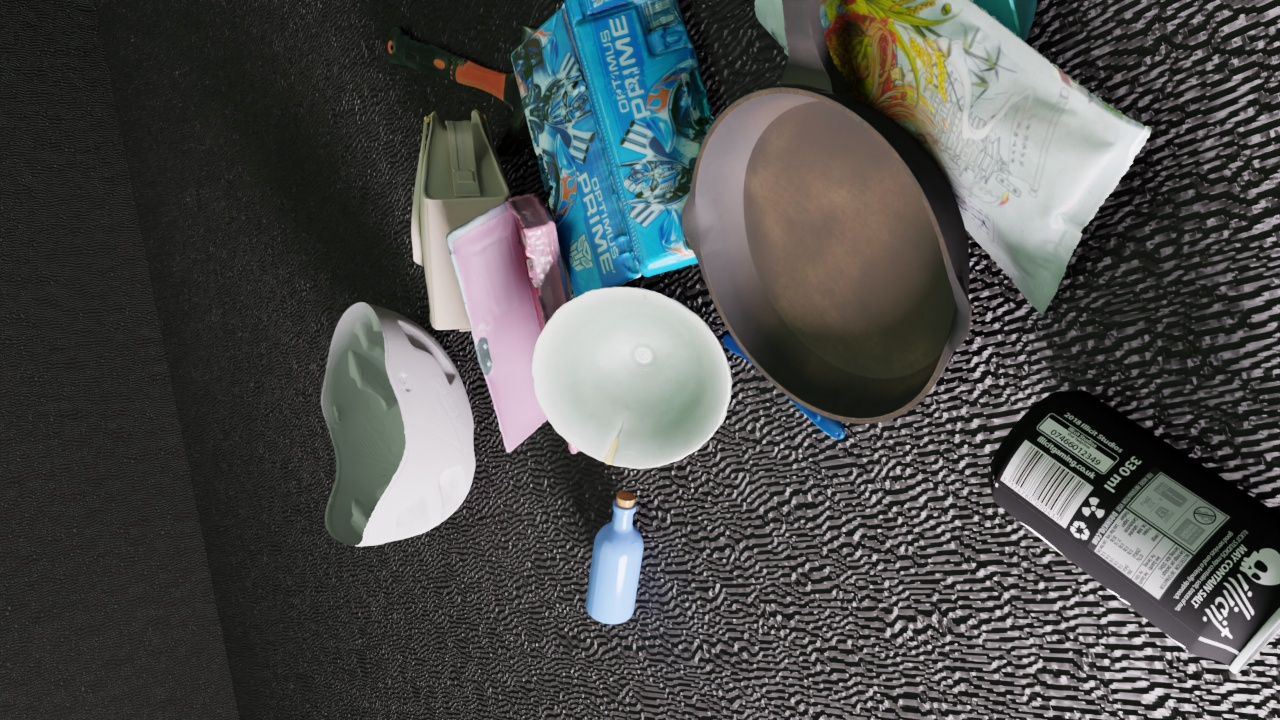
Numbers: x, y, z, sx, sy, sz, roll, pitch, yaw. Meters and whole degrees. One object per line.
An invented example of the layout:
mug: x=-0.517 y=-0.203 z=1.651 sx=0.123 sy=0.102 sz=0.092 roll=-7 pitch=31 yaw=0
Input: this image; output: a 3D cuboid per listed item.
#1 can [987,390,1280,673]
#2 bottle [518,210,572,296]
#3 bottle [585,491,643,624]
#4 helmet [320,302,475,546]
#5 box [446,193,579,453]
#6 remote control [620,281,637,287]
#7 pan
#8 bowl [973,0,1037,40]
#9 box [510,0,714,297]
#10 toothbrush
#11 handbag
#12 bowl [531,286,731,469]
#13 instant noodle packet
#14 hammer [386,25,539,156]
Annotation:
can: x=0.263 y=0.084 z=0.480 sx=0.146 sy=0.080 sz=0.080 roll=43 pitch=129 yaw=37
bottle: x=-0.095 y=-0.089 z=0.900 sx=0.060 sy=0.060 sz=0.108 roll=29 pitch=119 yaw=44
bottle: x=-0.022 y=0.186 z=0.881 sx=0.048 sy=0.048 sz=0.131 roll=30 pitch=121 yaw=44
helmet: x=-0.303 y=0.070 z=1.092 sx=0.225 sy=0.183 sz=0.282 roll=-26 pitch=85 yaw=45
box: x=-0.110 y=-0.024 z=0.840 sx=0.099 sy=0.098 sz=0.233 roll=-122 pitch=19 yaw=-58
remote control: x=-0.019 y=-0.006 z=0.858 sx=0.045 sy=0.021 sz=0.141 roll=29 pitch=124 yaw=46
pan: x=0.115 y=-0.126 z=0.575 sx=0.249 sy=0.043 sz=0.356 roll=29 pitch=136 yaw=47
bowl: x=0.188 y=-0.221 z=0.512 sx=0.046 sy=0.121 sz=0.121 roll=-35 pitch=63 yaw=2
box: x=-0.023 y=-0.183 z=0.742 sx=0.175 sy=0.063 sz=0.243 roll=-19 pitch=82 yaw=24
toothbrush: x=0.111 y=0.018 z=0.707 sx=0.132 sy=0.016 sz=0.021 roll=43 pitch=130 yaw=34
handbag: x=-0.185 y=-0.162 z=0.943 sx=0.195 sy=0.101 sz=0.197 roll=101 pitch=160 yaw=-49
bowl: x=-0.005 y=0.005 z=0.796 sx=0.174 sy=0.067 sz=0.174 roll=5 pitch=119 yaw=10
instant noodle packet: x=0.164 y=-0.159 z=0.544 sx=0.269 sy=0.057 sz=0.147 roll=56 pitch=167 yaw=29
hammer: x=-0.202 y=-0.320 z=1.008 sx=0.333 sy=0.033 sz=0.133 roll=34 pitch=124 yaw=43
